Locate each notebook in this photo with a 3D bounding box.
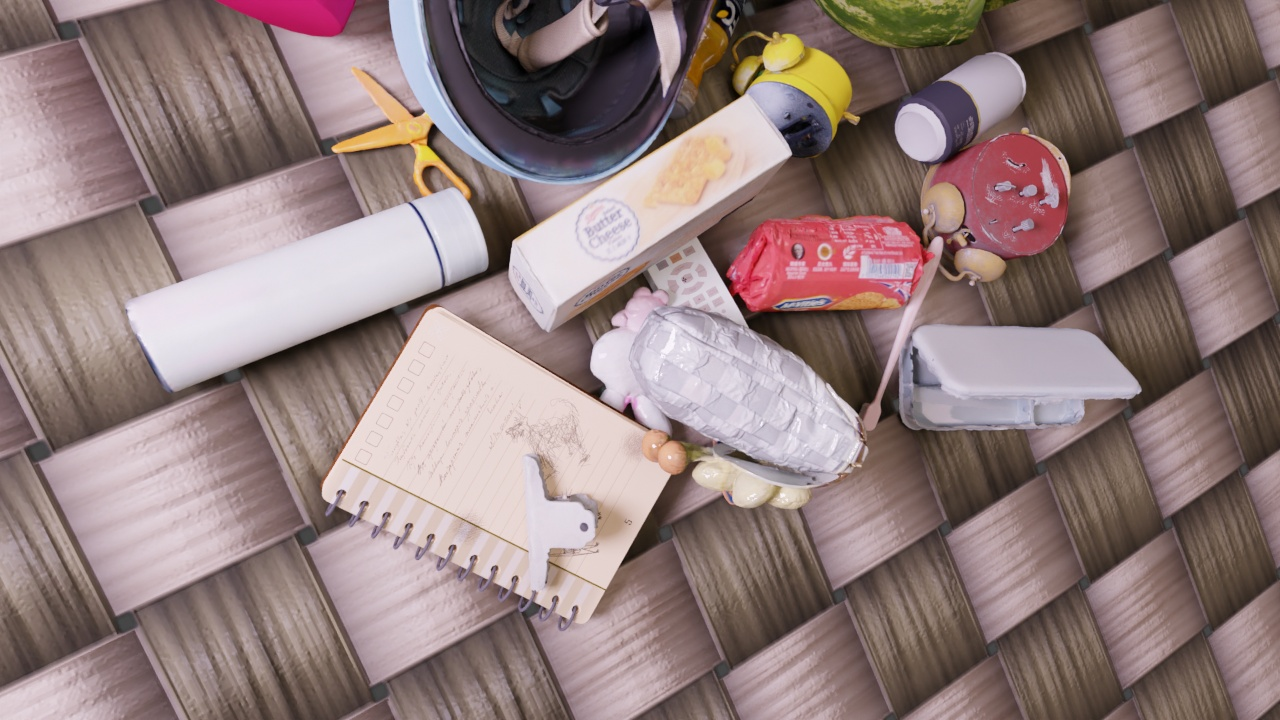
[{"bbox_3d":[-0.098,0.086,0.677,0.225,0.024,0.167,31,86,-17],"label":"notebook"}]

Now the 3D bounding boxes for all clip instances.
[{"bbox_3d":[-0.056,0.117,0.670,0.054,0.038,0.101,-2,96,7],"label":"clip"}]

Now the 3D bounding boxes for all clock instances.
[{"bbox_3d":[0.318,-0.137,0.832,0.158,0.081,0.117,-41,101,-18],"label":"clock"},{"bbox_3d":[0.122,-0.223,0.761,0.118,0.083,0.057,40,69,-17],"label":"clock"}]

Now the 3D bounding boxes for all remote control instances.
[{"bbox_3d":[0.034,-0.066,0.743,0.049,0.024,0.143,-29,86,-11],"label":"remote control"}]

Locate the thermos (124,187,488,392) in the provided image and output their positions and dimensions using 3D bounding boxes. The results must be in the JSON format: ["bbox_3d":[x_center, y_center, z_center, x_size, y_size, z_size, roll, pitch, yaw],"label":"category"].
[{"bbox_3d":[-0.220,-0.052,0.629,0.229,0.068,0.068,-25,96,-21],"label":"thermos"}]

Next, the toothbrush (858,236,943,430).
[{"bbox_3d":[0.229,-0.024,0.806,0.015,0.018,0.181,20,92,-12],"label":"toothbrush"}]

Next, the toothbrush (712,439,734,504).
[{"bbox_3d":[0.065,0.054,0.759,0.021,0.017,0.135,-13,92,-19],"label":"toothbrush"}]

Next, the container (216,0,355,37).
[{"bbox_3d":[-0.221,-0.346,0.596,0.183,0.183,0.225,19,88,-19],"label":"container"}]

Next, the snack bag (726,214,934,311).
[{"bbox_3d":[0.158,-0.082,0.770,0.176,0.082,0.082,-2,88,-21],"label":"snack bag"}]

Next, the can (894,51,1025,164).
[{"bbox_3d":[0.295,-0.233,0.837,0.127,0.064,0.064,-34,99,-19],"label":"can"}]

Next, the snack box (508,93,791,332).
[{"bbox_3d":[0.003,-0.106,0.678,0.207,0.104,0.057,-34,88,-11],"label":"snack box"}]

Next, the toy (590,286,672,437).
[{"bbox_3d":[-0.004,0.004,0.722,0.076,0.037,0.125,5,96,-21],"label":"toy"}]

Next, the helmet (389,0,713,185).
[{"bbox_3d":[-0.070,-0.248,0.639,0.225,0.167,0.265,22,79,-35],"label":"helmet"}]

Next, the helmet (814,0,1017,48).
[{"bbox_3d":[0.227,-0.380,0.736,0.247,0.213,0.243,-38,76,-11],"label":"helmet"}]

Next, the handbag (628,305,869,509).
[{"bbox_3d":[0.063,0.037,0.667,0.171,0.112,0.123,29,98,-10],"label":"handbag"}]

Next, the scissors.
[{"bbox_3d":[-0.164,-0.175,0.686,0.125,0.011,0.128,46,71,-14],"label":"scissors"}]

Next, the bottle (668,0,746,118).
[{"bbox_3d":[0.055,-0.288,0.753,0.053,0.053,0.186,26,78,-18],"label":"bottle"}]

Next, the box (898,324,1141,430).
[{"bbox_3d":[0.343,0.008,0.821,0.216,0.110,0.107,-1,84,-22],"label":"box"}]
